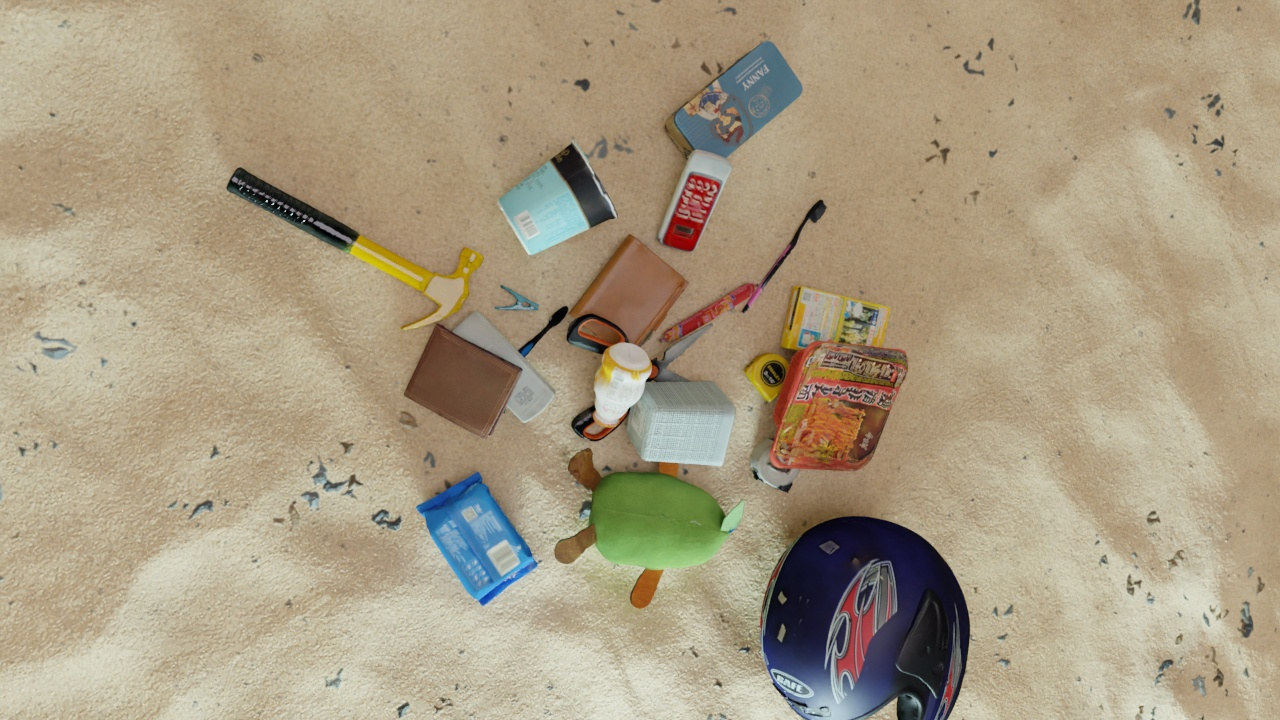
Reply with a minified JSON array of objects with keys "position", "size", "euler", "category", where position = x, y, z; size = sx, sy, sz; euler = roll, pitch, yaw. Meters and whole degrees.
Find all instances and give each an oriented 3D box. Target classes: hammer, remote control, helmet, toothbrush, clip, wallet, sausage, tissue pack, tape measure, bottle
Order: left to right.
[{"position":[-0.346,-0.140,1.101],"size":[0.300,0.033,0.128],"euler":[29,87,-15],"category":"hammer"},{"position":[-0.218,0.025,1.130],"size":[0.124,0.032,0.101],"euler":[28,102,0],"category":"wallet"},{"position":[-0.206,0.224,1.162],"size":[0.095,0.052,0.157],"euler":[-33,102,-11],"category":"tissue pack"},{"position":[-0.174,0.008,1.151],"size":[0.058,0.021,0.150],"euler":[-43,95,4],"category":"remote control"},{"position":[-0.159,-0.001,1.173],"size":[0.189,0.016,0.014],"euler":[-46,107,-3],"category":"toothbrush"},{"position":[-0.156,-0.074,1.164],"size":[0.054,0.013,0.034],"euler":[17,92,-13],"category":"clip"},{"position":[-0.028,0.033,1.141],"size":[0.063,0.063,0.109],"euler":[11,124,-15],"category":"bottle"},{"position":[-0.013,-0.080,1.189],"size":[0.108,0.031,0.132],"euler":[37,91,-16],"category":"wallet"},{"position":[0.068,-0.201,1.170],"size":[0.056,0.020,0.136],"euler":[15,123,-14],"category":"remote control"},{"position":[0.093,-0.063,1.223],"size":[0.155,0.020,0.020],"euler":[-31,102,-9],"category":"sausage"},{"position":[0.174,0.018,1.247],"size":[0.057,0.029,0.060],"euler":[-41,103,-6],"category":"tape measure"},{"position":[0.186,0.141,1.261],"size":[0.066,0.033,0.065],"euler":[26,87,-15],"category":"tape measure"},{"position":[0.195,-0.139,1.245],"size":[0.018,0.014,0.189],"euler":[37,87,-27],"category":"toothbrush"},{"position":[0.273,0.359,1.190],"size":[0.240,0.248,0.315],"euler":[17,83,-33],"category":"helmet"}]

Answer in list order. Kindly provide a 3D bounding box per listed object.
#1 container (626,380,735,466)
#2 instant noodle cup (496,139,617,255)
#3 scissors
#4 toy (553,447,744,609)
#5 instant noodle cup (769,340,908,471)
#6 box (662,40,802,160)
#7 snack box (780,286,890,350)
[{"position":[0.048,0.079,1.176],"size":[0.111,0.090,0.090],"euler":[3,113,-20],"category":"container"},{"position":[-0.106,-0.192,1.125],"size":[0.120,0.111,0.111],"euler":[-31,102,0],"category":"instant noodle cup"},{"position":[-0.009,0.013,1.187],"size":[0.234,0.021,0.221],"euler":[-45,119,4],"category":"scissors"},{"position":[0.010,0.207,1.196],"size":[0.246,0.090,0.226],"euler":[14,79,-18],"category":"toy"},{"position":[0.253,0.055,1.223],"size":[0.164,0.079,0.189],"euler":[7,112,-24],"category":"instant noodle cup"},{"position":[0.123,-0.330,1.184],"size":[0.184,0.061,0.090],"euler":[-42,104,-5],"category":"box"},{"position":[0.268,-0.046,1.263],"size":[0.140,0.034,0.087],"euler":[11,93,-13],"category":"snack box"}]
